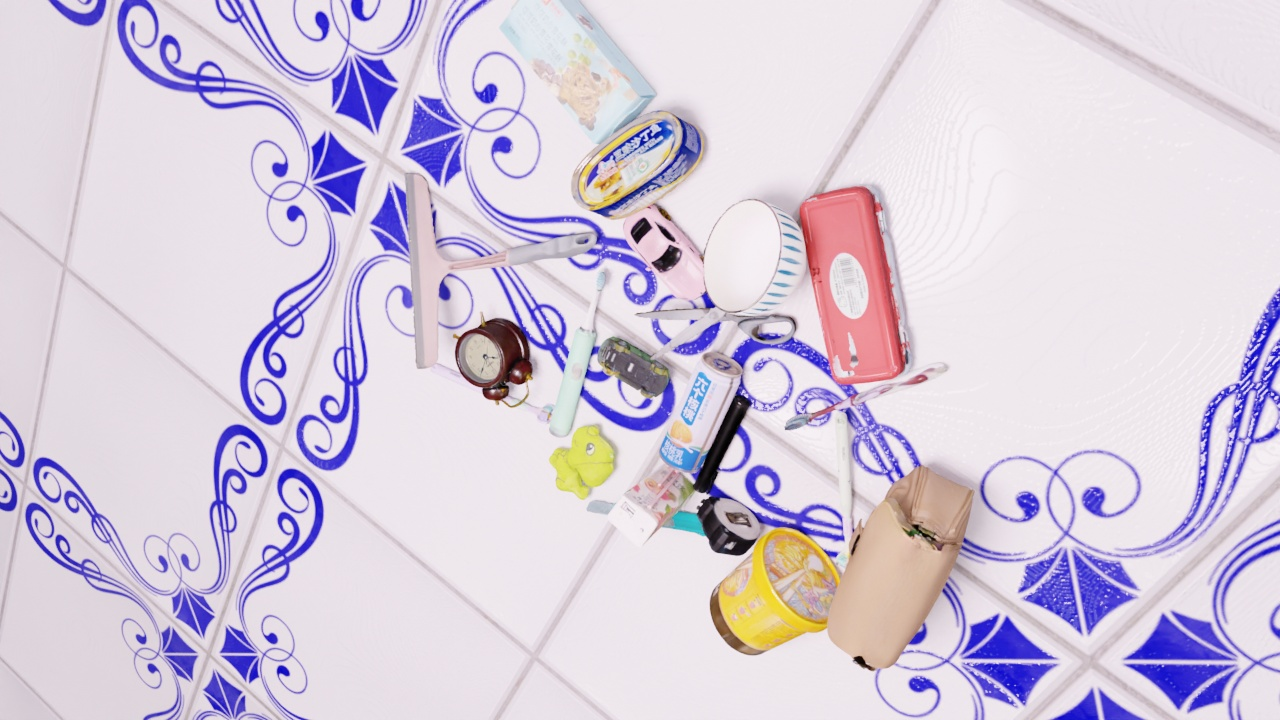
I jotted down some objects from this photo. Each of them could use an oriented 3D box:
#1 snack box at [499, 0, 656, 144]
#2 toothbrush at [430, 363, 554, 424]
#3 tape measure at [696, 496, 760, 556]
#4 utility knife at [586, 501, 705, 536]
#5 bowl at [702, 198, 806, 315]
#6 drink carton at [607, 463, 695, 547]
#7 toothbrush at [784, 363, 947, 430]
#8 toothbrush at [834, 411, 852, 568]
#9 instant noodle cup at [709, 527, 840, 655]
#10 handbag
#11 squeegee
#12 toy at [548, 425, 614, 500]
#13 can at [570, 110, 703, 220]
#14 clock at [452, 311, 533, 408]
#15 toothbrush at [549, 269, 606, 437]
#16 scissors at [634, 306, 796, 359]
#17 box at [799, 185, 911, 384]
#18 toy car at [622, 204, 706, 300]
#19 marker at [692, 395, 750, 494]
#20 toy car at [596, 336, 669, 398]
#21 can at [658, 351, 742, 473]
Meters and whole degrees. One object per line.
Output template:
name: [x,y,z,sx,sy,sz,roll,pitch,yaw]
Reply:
snack box: [-0.068,-0.322,0.988,0.074,0.051,0.175,-42,86,31]
toothbrush: [-0.195,0.040,1.183,0.189,0.029,0.021,20,151,21]
tape measure: [0.104,0.191,1.054,0.034,0.066,0.065,-57,37,28]
utility knife: [0.015,0.194,1.130,0.187,0.013,0.029,5,107,25]
bowl: [0.124,-0.100,0.929,0.117,0.066,0.116,-18,68,52]
drink carton: [0.016,0.162,1.058,0.053,0.122,0.046,40,117,12]
toothbrush: [0.234,0.041,0.972,0.188,0.017,0.016,-24,94,31]
toothbrush: [0.224,0.144,1.002,0.029,0.020,0.190,0,110,21]
instant noodle cup: [0.148,0.267,1.034,0.118,0.118,0.115,47,127,6]
handbag: [0.259,0.210,0.937,0.100,0.147,0.205,25,111,16]
squeegee: [-0.162,-0.124,1.102,0.250,0.040,0.247,-7,83,20]
toy: [-0.070,0.128,1.142,0.100,0.031,0.097,-7,102,32]
can: [-0.005,-0.207,0.981,0.148,0.049,0.074,-28,71,28]
clock: [-0.178,0.002,1.141,0.082,0.055,0.122,-35,86,30]
toothbrush: [-0.073,-0.006,1.104,0.026,0.027,0.225,10,115,-16]
scissors: [0.086,-0.052,0.997,0.178,0.014,0.159,24,104,4]
box: [0.221,-0.075,0.935,0.087,0.046,0.201,-8,102,28]
toy car: [0.030,-0.119,1.013,0.122,0.037,0.056,49,121,4]
marker: [0.093,0.099,1.058,0.022,0.020,0.132,37,120,29]
toy car: [-0.006,0.006,1.069,0.091,0.036,0.043,33,116,15]
can: [0.068,0.059,1.039,0.053,0.053,0.135,29,116,15]
